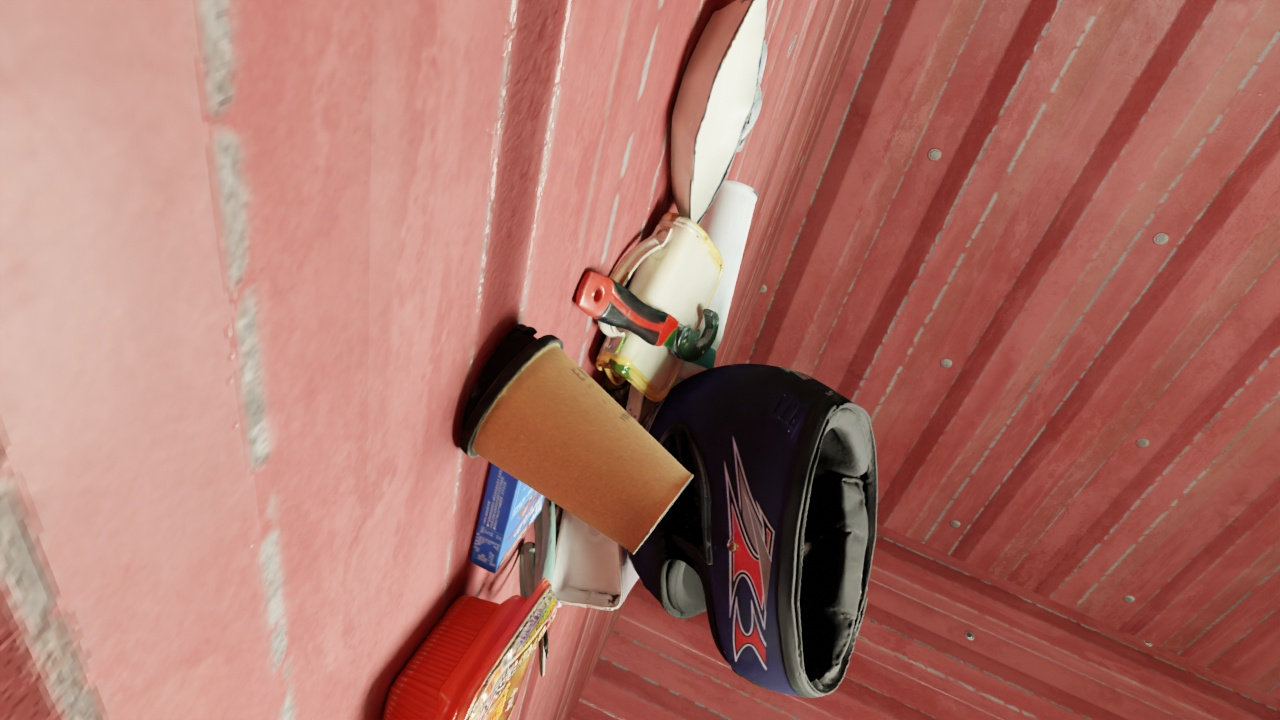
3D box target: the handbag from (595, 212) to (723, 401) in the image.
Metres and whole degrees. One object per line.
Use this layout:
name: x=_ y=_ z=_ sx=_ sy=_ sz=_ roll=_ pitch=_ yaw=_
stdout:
handbag: x=0.005 y=-0.060 z=0.861 sx=0.163 sy=0.063 sz=0.178 roll=-66 pitch=157 yaw=-9

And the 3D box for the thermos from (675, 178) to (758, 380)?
thermos: x=0.071 y=-0.085 z=1.015 sx=0.073 sy=0.073 sz=0.224 roll=50 pitch=54 yaw=-81

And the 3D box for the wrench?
wrench: x=0.012 y=-0.036 z=0.812 sx=0.273 sy=0.016 sz=0.056 roll=14 pitch=96 yaw=-64

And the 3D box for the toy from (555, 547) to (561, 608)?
toy: x=-0.094 y=0.255 z=1.122 sx=0.108 sy=0.039 sz=0.083 roll=58 pitch=33 yaw=-78

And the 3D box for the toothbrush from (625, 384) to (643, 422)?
toothbrush: x=0.005 y=-0.009 z=0.955 sx=0.017 sy=0.016 sz=0.187 roll=57 pitch=38 yaw=-59

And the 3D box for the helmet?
helmet: x=0.098 y=0.160 z=0.938 sx=0.247 sy=0.241 sz=0.315 roll=14 pitch=81 yaw=-53

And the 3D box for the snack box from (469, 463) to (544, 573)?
snack box: x=-0.089 y=0.081 z=0.702 sx=0.084 sy=0.026 sz=0.157 roll=-55 pitch=165 yaw=-55

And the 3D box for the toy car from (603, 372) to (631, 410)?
toy car: x=-0.006 y=0.006 z=0.995 sx=0.070 sy=0.042 sz=0.157 roll=103 pitch=11 yaw=-54

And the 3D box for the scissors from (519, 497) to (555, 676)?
scissors: x=-0.095 y=0.211 z=0.837 sx=0.170 sy=0.019 sz=0.177 roll=119 pitch=-29 yaw=-55

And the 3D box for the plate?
plate: x=0.065 y=-0.222 z=0.835 sx=0.266 sy=0.034 sz=0.162 roll=79 pitch=36 yaw=-76

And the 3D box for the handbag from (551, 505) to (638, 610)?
handbag: x=-0.039 y=0.188 z=1.075 sx=0.196 sy=0.098 sz=0.145 roll=-28 pitch=124 yaw=-76

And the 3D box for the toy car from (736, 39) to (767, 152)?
toy car: x=0.111 y=-0.281 z=0.974 sx=0.054 sy=0.037 sz=0.121 roll=-56 pitch=164 yaw=-50

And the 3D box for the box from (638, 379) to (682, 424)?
box: x=0.027 y=0.021 z=1.082 sx=0.184 sy=0.062 sz=0.090 roll=-66 pitch=-166 yaw=-14

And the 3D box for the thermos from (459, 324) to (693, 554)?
thermos: x=-0.041 y=0.051 z=0.569 sx=0.093 sy=0.143 sz=0.093 roll=-52 pitch=172 yaw=-11

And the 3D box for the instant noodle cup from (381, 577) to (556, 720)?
instant noodle cup: x=-0.140 y=0.266 z=0.707 sx=0.164 sy=0.079 sz=0.189 roll=-52 pitch=162 yaw=-59
